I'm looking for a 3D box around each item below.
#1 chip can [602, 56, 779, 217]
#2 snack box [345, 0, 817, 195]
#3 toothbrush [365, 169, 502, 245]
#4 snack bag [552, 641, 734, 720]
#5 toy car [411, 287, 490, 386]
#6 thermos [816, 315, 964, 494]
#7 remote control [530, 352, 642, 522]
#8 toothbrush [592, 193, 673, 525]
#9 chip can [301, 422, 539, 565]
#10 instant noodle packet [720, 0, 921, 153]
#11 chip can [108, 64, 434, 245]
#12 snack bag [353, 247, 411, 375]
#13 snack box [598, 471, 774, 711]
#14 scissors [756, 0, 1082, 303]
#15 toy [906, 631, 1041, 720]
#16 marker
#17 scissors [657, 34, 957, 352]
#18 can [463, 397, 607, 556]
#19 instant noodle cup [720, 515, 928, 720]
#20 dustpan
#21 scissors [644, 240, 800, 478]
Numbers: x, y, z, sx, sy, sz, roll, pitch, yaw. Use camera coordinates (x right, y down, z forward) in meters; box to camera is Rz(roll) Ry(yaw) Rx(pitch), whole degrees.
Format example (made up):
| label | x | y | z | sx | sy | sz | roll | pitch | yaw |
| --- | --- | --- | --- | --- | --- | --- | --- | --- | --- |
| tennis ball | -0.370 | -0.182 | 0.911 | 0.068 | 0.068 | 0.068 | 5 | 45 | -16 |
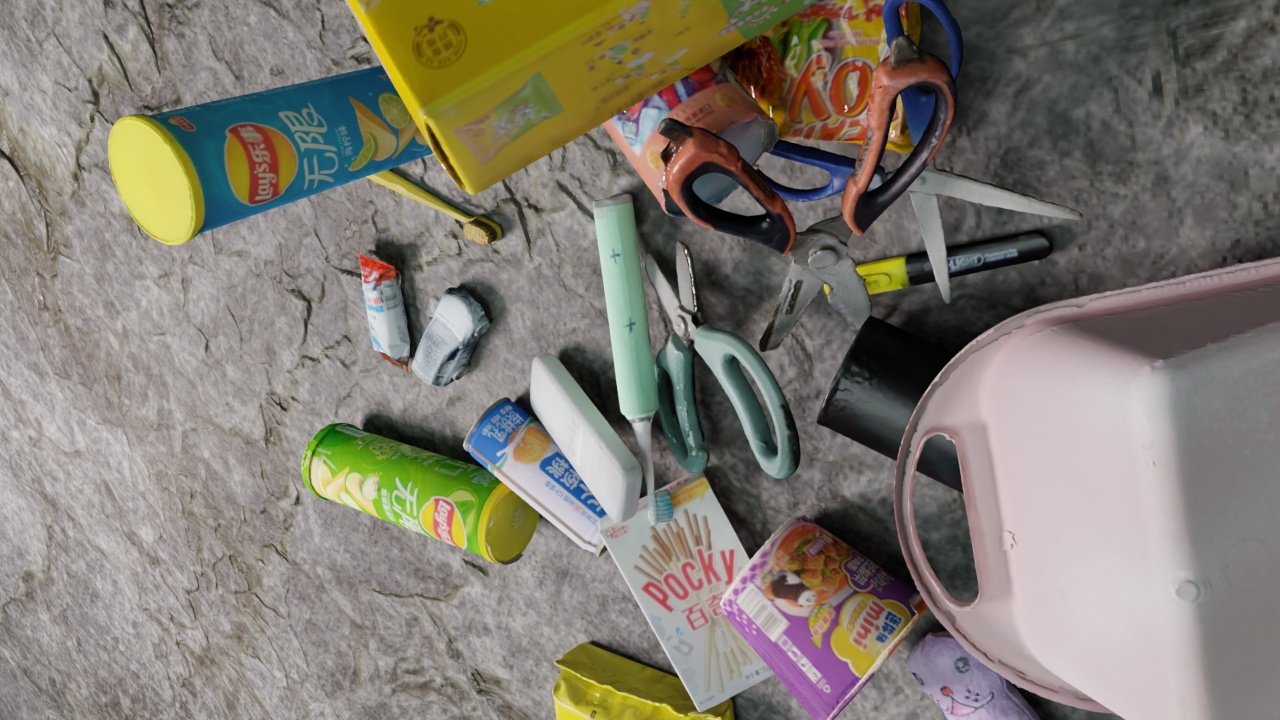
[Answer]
| label | x | y | z | sx | sy | sz | roll | pitch | yaw |
| --- | --- | --- | --- | --- | --- | --- | --- | --- | --- |
| chip can | -0.017 | -0.176 | 0.479 | 0.214 | 0.071 | 0.071 | 56 | 132 | 17 |
| snack box | -0.032 | -0.196 | 0.411 | 0.157 | 0.210 | 0.070 | 59 | 177 | 17 |
| toothbrush | -0.182 | -0.130 | 0.685 | 0.190 | 0.016 | 0.016 | 29 | 126 | 19 |
| snack bag | 0.001 | 0.364 | 0.791 | 0.158 | 0.068 | 0.247 | 12 | 121 | 29 |
| toy car | -0.150 | -0.017 | 0.713 | 0.043 | 0.034 | 0.091 | 44 | 129 | 11 |
| thermos | 0.215 | 0.065 | 0.488 | 0.242 | 0.068 | 0.090 | 28 | 148 | 15 |
| remote control | -0.040 | 0.052 | 0.648 | 0.136 | 0.020 | 0.056 | 48 | 143 | 38 |
| toothbrush | -0.004 | 0.004 | 0.605 | 0.027 | 0.026 | 0.224 | -9 | 101 | -6 |
| chip can | -0.192 | 0.109 | 0.782 | 0.222 | 0.072 | 0.073 | 13 | 120 | 29 |
| instant noodle packet | 0.086 | -0.160 | 0.473 | 0.129 | 0.044 | 0.111 | 10 | 123 | 29 |
| chip can | -0.213 | -0.137 | 0.575 | 0.071 | 0.209 | 0.071 | 15 | 121 | 27 |
| snack bag | -0.207 | -0.039 | 0.744 | 0.048 | 0.026 | 0.104 | 23 | 125 | 37 |
| snack box | 0.042 | 0.165 | 0.656 | 0.085 | 0.027 | 0.157 | -28 | 99 | 2 |
| scissors | 0.128 | -0.097 | 0.455 | 0.163 | 0.012 | 0.173 | 1 | 131 | 32 |
| toy | 0.215 | 0.219 | 0.589 | 0.108 | 0.038 | 0.084 | 51 | 139 | -1 |
| marker | 0.158 | -0.051 | 0.500 | 0.124 | 0.015 | 0.018 | -10 | 112 | 35 |
| scissors | 0.086 | -0.067 | 0.450 | 0.190 | 0.226 | 0.015 | -34 | 50 | 36 |
| can | -0.068 | 0.088 | 0.699 | 0.134 | 0.053 | 0.053 | 37 | 129 | 12 |
| instant noodle cup | 0.113 | 0.161 | 0.589 | 0.099 | 0.111 | 0.112 | 41 | 130 | 22 |
| dustpan | 0.270 | 0.059 | 0.418 | 0.273 | 0.139 | 0.222 | -9 | 95 | -6 |
| scissors | 0.048 | 0.016 | 0.563 | 0.181 | 0.019 | 0.170 | 38 | 140 | 51 |
